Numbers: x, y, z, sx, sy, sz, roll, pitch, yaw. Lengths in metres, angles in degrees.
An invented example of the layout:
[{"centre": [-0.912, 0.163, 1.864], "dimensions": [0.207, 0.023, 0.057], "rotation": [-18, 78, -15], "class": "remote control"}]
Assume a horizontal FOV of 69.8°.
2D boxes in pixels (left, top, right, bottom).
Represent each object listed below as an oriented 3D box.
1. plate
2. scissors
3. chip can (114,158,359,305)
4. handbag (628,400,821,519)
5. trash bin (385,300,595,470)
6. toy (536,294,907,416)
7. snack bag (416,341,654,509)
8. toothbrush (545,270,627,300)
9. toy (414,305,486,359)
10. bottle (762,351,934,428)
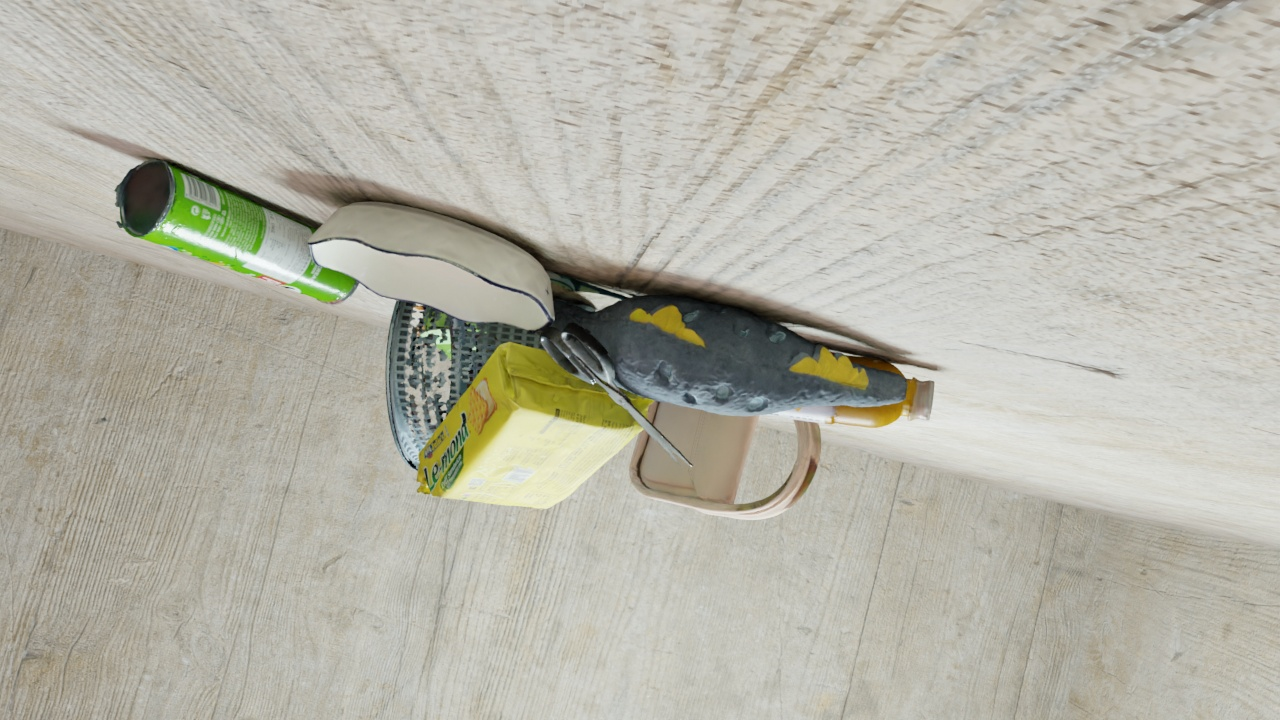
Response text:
[{"centre": [-0.167, -0.076, 0.759], "dimensions": [0.205, 0.045, 0.205], "rotation": [14, 170, 2], "class": "plate"}, {"centre": [-0.021, 0.031, 0.779], "dimensions": [0.145, 0.014, 0.172], "rotation": [23, 153, 27], "class": "scissors"}, {"centre": [-0.364, -0.114, 0.860], "dimensions": [0.072, 0.072, 0.236], "rotation": [12, 175, 25], "class": "chip can"}, {"centre": [0.100, 0.083, 0.995], "dimensions": [0.093, 0.193, 0.234], "rotation": [14, -179, -35], "class": "handbag"}, {"centre": [-0.146, 0.011, 1.007], "dimensions": [0.195, 0.226, 0.226], "rotation": [1, 174, 6], "class": "trash bin"}, {"centre": [0.048, -0.006, 0.783], "dimensions": [0.357, 0.091, 0.137], "rotation": [12, -176, 13], "class": "toy"}, {"centre": [-0.107, 0.079, 0.891], "dimensions": [0.158, 0.068, 0.247], "rotation": [14, 141, -29], "class": "snack bag"}, {"centre": [-0.067, -0.067, 0.831], "dimensions": [0.191, 0.018, 0.016], "rotation": [16, 175, -19], "class": "toothbrush"}, {"centre": [-0.258, -0.041, 1.342], "dimensions": [0.227, 0.090, 0.247], "rotation": [26, 170, -9], "class": "toy"}, {"centre": [0.174, 0.025, 0.857], "dimensions": [0.190, 0.068, 0.068], "rotation": [7, 174, 15], "class": "bottle"}]
